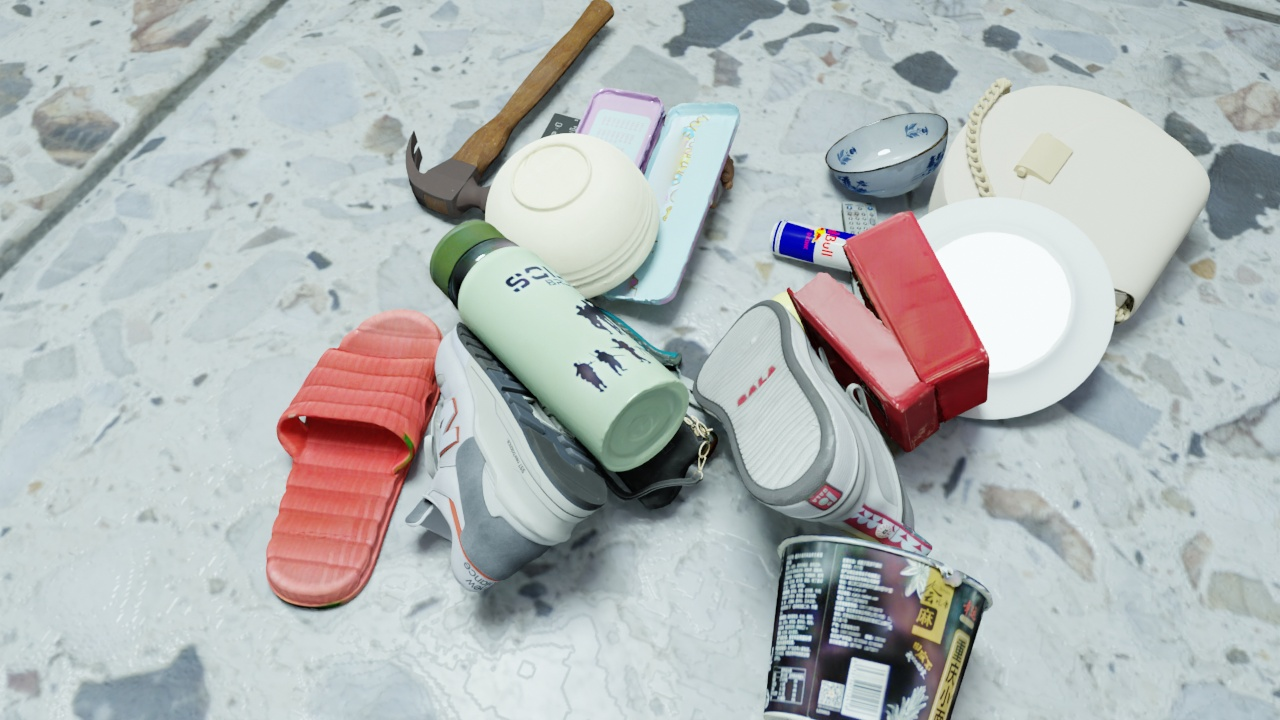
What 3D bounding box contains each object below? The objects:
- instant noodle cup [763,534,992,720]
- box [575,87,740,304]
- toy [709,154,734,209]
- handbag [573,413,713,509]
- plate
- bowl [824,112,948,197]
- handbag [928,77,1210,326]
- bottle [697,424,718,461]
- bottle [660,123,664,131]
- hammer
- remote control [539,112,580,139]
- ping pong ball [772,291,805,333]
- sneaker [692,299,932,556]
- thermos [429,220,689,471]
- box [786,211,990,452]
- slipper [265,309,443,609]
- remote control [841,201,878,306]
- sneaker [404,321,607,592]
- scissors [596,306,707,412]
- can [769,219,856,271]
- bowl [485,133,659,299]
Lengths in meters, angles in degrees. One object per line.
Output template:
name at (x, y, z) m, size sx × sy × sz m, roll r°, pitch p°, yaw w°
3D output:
instant noodle cup at (0.139, 0.186, 0.575) m, size 0.137 × 0.137 × 0.112 m, roll 17°, pitch 66°, yaw 8°
box at (-0.007, -0.148, 0.811) m, size 0.151 × 0.035 × 0.213 m, roll 11°, pitch 67°, yaw 22°
toy at (0.058, -0.161, 0.851) m, size 0.055 × 0.042 × 0.101 m, roll -5°, pitch 45°, yaw 20°
handbag at (-0.001, 0.048, 0.678) m, size 0.128 × 0.079 × 0.054 m, roll 47°, pitch 24°, yaw 26°
plate at (0.281, -0.047, 0.745) m, size 0.189 × 0.016 × 0.188 m, roll -5°, pitch 76°, yaw 19°
bowl at (0.235, -0.186, 0.861) m, size 0.114 × 0.045 × 0.114 m, roll -19°, pitch 30°, yaw 11°
handbag at (0.373, -0.139, 0.826) m, size 0.208 × 0.103 × 0.210 m, roll 35°, pitch 71°, yaw 18°
bottle at (0.012, 0.043, 0.720) m, size 0.106 × 0.025 × 0.025 m, roll 30°, pitch 60°, yaw 16°
bottle at (-0.025, -0.207, 0.883) m, size 0.030 × 0.030 × 0.112 m, roll 39°, pitch 62°, yaw 21°
hammer at (-0.114, -0.259, 0.902) m, size 0.115 × 0.033 × 0.322 m, roll 21°, pitch 58°, yaw 17°
remote control at (-0.091, -0.181, 0.872) m, size 0.034 × 0.013 × 0.149 m, roll 16°, pitch 57°, yaw 8°
ping pong ball at (0.125, -0.038, 0.771) m, size 0.040 × 0.040 × 0.040 m, roll 1°, pitch 56°, yaw -2°
sneaker at (0.120, 0.044, 0.659) m, size 0.128 × 0.097 × 0.262 m, roll 37°, pitch 13°, yaw -22°
thermos at (-0.068, -0.019, 0.662) m, size 0.082 × 0.082 × 0.231 m, roll -33°, pitch 54°, yaw -23°
box at (0.195, -0.017, 0.676) m, size 0.110 × 0.157 × 0.134 m, roll -35°, pitch 68°, yaw 5°
slipper at (-0.214, 0.055, 0.681) m, size 0.103 × 0.059 × 0.248 m, roll 10°, pitch 58°, yaw 3°
remote control at (0.203, -0.092, 0.827) m, size 0.033 × 0.013 × 0.136 m, roll 3°, pitch 56°, yaw -1°
sneaker at (-0.119, 0.070, 0.656) m, size 0.124 × 0.089 × 0.240 m, roll -51°, pitch 36°, yaw 6°
scissors at (-0.004, -0.003, 0.754) m, size 0.123 × 0.019 × 0.148 m, roll -15°, pitch 60°, yaw -14°
can at (0.163, -0.100, 0.810) m, size 0.095 × 0.032 × 0.032 m, roll 16°, pitch 56°, yaw 22°
bowl at (-0.064, -0.130, 0.756) m, size 0.151 × 0.075 × 0.150 m, roll -5°, pitch 63°, yaw 11°
